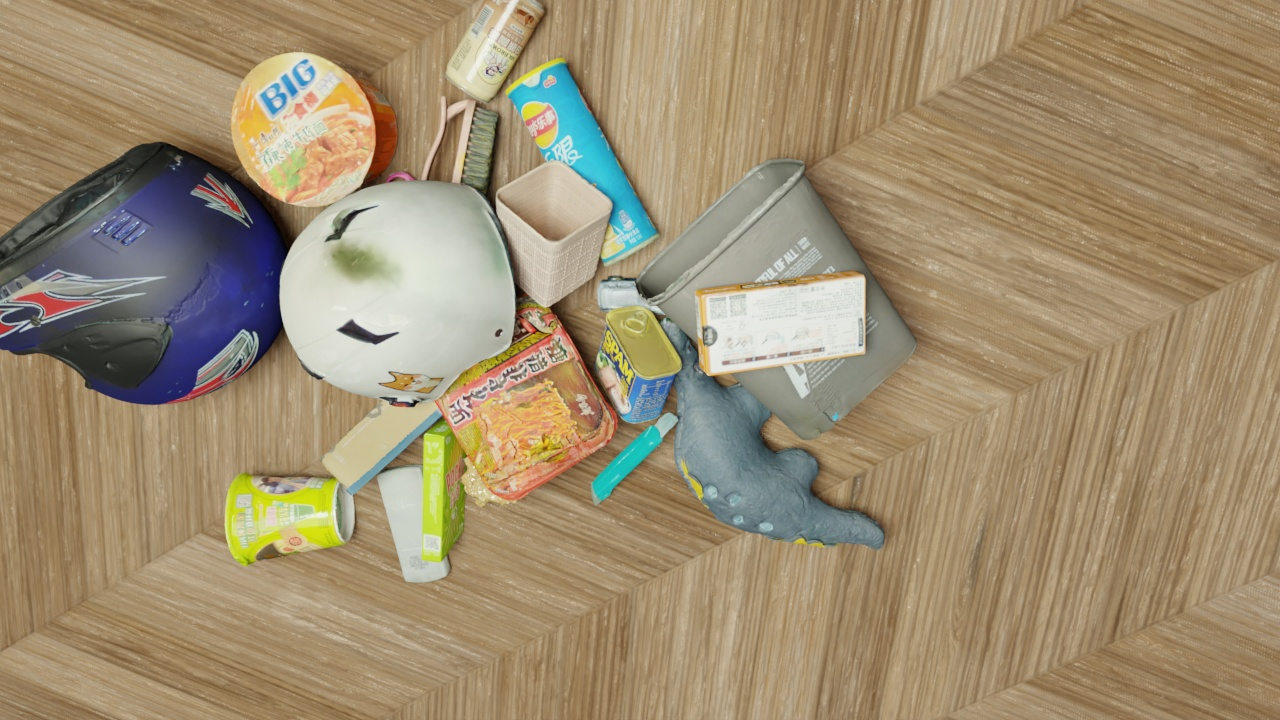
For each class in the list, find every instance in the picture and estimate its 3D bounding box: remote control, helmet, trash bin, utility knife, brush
[{"bbox_3d":[-0.277,0.201,1.126,0.058,0.021,0.150,-9,103,8],"label":"remote control"},{"bbox_3d":[-0.523,-0.070,0.972,0.316,0.246,0.240,-21,124,17],"label":"helmet"},{"bbox_3d":[0.139,-0.058,0.928,0.199,0.198,0.220,-42,103,5],"label":"trash bin"},{"bbox_3d":[-0.010,0.112,1.048,0.182,0.013,0.029,-47,64,39],"label":"utility knife"},{"bbox_3d":[-0.265,-0.068,0.915,0.275,0.156,0.230,-19,82,28],"label":"helmet"},{"bbox_3d":[-0.150,0.056,1.071,0.083,0.045,0.255,15,102,5],"label":"brush"},{"bbox_3d":[-0.196,-0.208,0.989,0.073,0.063,0.146,10,105,-8],"label":"brush"}]

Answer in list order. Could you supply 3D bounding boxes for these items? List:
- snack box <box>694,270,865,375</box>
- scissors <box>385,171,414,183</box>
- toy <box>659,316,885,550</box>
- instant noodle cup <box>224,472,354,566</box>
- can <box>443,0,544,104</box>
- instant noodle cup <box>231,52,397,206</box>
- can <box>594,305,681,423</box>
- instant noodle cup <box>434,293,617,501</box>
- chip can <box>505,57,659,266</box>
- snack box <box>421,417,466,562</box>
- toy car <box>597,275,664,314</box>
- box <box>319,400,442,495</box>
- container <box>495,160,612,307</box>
[{"bbox_3d":[0.128,-0.034,0.827,0.153,0.026,0.075,-8,108,-9],"label":"snack box"},{"bbox_3d":[-0.294,-0.151,1.042,0.137,0.017,0.073,-35,108,18],"label":"scissors"},{"bbox_3d":[0.116,0.109,1.024,0.138,0.091,0.356,-42,94,3],"label":"toy"},{"bbox_3d":[-0.413,0.185,1.097,0.123,0.111,0.112,-5,104,-1],"label":"instant noodle cup"},{"bbox_3d":[-0.152,-0.332,0.954,0.058,0.058,0.116,34,105,-4],"label":"can"},{"bbox_3d":[-0.333,-0.242,0.969,0.151,0.111,0.151,1,105,5],"label":"instant noodle cup"},{"bbox_3d":[-0.006,0.006,0.996,0.057,0.102,0.083,-11,142,-26],"label":"can"},{"bbox_3d":[-0.128,0.040,1.006,0.164,0.079,0.189,-30,91,8],"label":"instant noodle cup"},{"bbox_3d":[-0.059,-0.207,0.971,0.071,0.071,0.210,-28,100,12],"label":"chip can"},{"bbox_3d":[-0.229,0.147,1.075,0.026,0.085,0.156,6,105,6],"label":"snack box"},{"bbox_3d":[-0.004,-0.072,1.021,0.090,0.034,0.043,2,102,4],"label":"toy car"},{"bbox_3d":[-0.291,0.078,1.062,0.184,0.089,0.061,-42,98,16],"label":"box"},{"bbox_3d":[-0.093,-0.125,0.943,0.090,0.089,0.111,41,147,18],"label":"container"}]
